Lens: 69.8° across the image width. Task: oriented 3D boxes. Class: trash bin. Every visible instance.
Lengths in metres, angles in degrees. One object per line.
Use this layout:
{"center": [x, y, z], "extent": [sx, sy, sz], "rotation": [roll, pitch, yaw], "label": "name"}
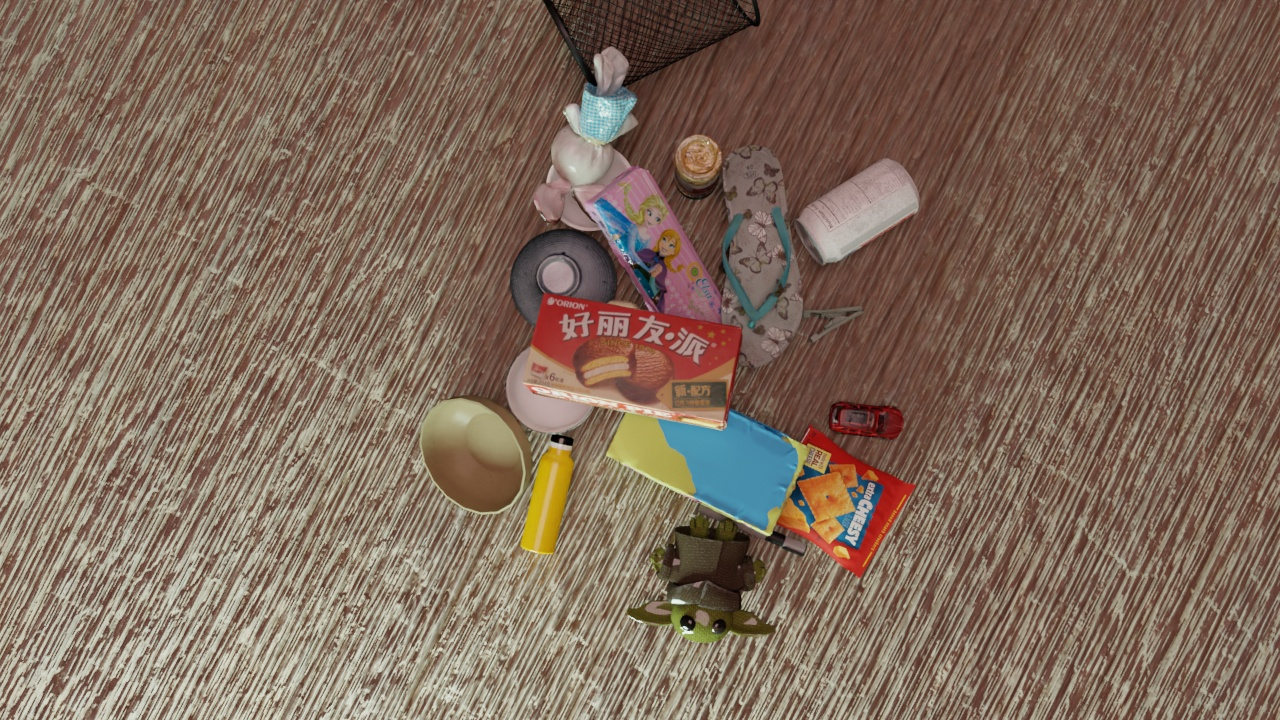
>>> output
{"center": [0.006, -0.428, 1.091], "extent": [0.210, 0.184, 0.184], "rotation": [-29, 87, 7], "label": "trash bin"}

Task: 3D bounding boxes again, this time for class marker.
{"center": [0.139, 0.209, 1.140], "extent": [0.140, 0.016, 0.016], "rotation": [22, 89, 3], "label": "marker"}

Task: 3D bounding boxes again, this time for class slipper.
{"center": [0.145, -0.126, 1.093], "extent": [0.098, 0.055, 0.268], "rotation": [-1, 88, 2], "label": "slipper"}

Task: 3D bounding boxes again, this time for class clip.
{"center": [0.241, -0.052, 1.140], "extent": [0.076, 0.023, 0.059], "rotation": [-17, 89, 4], "label": "clip"}

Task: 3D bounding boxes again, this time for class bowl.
{"center": [-0.193, 0.109, 1.124], "extent": [0.152, 0.050, 0.152], "rotation": [9, 112, 23], "label": "bowl"}
{"center": [-0.061, -0.213, 1.149], "extent": [0.110, 0.040, 0.110], "rotation": [0, 86, 3], "label": "bowl"}
{"center": [-0.106, 0.033, 1.133], "extent": [0.113, 0.063, 0.113], "rotation": [0, 88, 3], "label": "bowl"}
{"center": [-0.099, -0.101, 1.140], "extent": [0.137, 0.057, 0.137], "rotation": [0, 88, 2], "label": "bowl"}

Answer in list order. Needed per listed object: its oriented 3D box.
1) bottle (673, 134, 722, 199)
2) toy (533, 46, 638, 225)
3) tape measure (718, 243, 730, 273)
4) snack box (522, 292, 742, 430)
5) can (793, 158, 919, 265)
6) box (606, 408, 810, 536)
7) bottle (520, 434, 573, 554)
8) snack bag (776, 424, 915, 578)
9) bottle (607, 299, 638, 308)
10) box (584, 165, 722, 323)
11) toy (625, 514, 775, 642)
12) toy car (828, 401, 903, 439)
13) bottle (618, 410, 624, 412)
{"center": [0.069, -0.233, 1.111], "extent": [0.056, 0.105, 0.056], "rotation": [0, 88, 2], "label": "bottle"}
{"center": [-0.066, -0.265, 1.072], "extent": [0.130, 0.105, 0.206], "rotation": [-3, 121, -32], "label": "toy"}
{"center": [0.137, -0.125, 1.139], "extent": [0.064, 0.037, 0.065], "rotation": [26, 92, 4], "label": "tape measure"}
{"center": [-0.007, 0.001, 1.058], "extent": [0.236, 0.060, 0.113], "rotation": [11, 77, 8], "label": "snack box"}
{"center": [0.262, -0.179, 1.114], "extent": [0.136, 0.078, 0.078], "rotation": [-32, 87, 1], "label": "can"}
{"center": [0.083, 0.111, 1.105], "extent": [0.221, 0.081, 0.124], "rotation": [24, 88, 8], "label": "box"}
{"center": [-0.112, 0.164, 1.139], "extent": [0.043, 0.043, 0.143], "rotation": [13, 89, 3], "label": "bottle"}
{"center": [0.238, 0.171, 1.123], "extent": [0.144, 0.039, 0.131], "rotation": [31, 90, 12], "label": "snack bag"}
{"center": [-0.027, -0.019, 1.141], "extent": [0.044, 0.044, 0.109], "rotation": [6, 87, 3], "label": "bottle"}
{"center": [0.022, -0.117, 1.098], "extent": [0.084, 0.053, 0.230], "rotation": [-41, 116, -15], "label": "box"}
{"center": [0.080, 0.265, 1.109], "extent": [0.179, 0.078, 0.152], "rotation": [7, 91, 0], "label": "toy"}
{"center": [0.278, 0.073, 1.129], "extent": [0.091, 0.036, 0.042], "rotation": [7, 88, -3], "label": "toy car"}
{"center": [-0.007, 0.006, 1.109], "extent": [0.030, 0.030, 0.112], "rotation": [27, 75, 3], "label": "bottle"}
